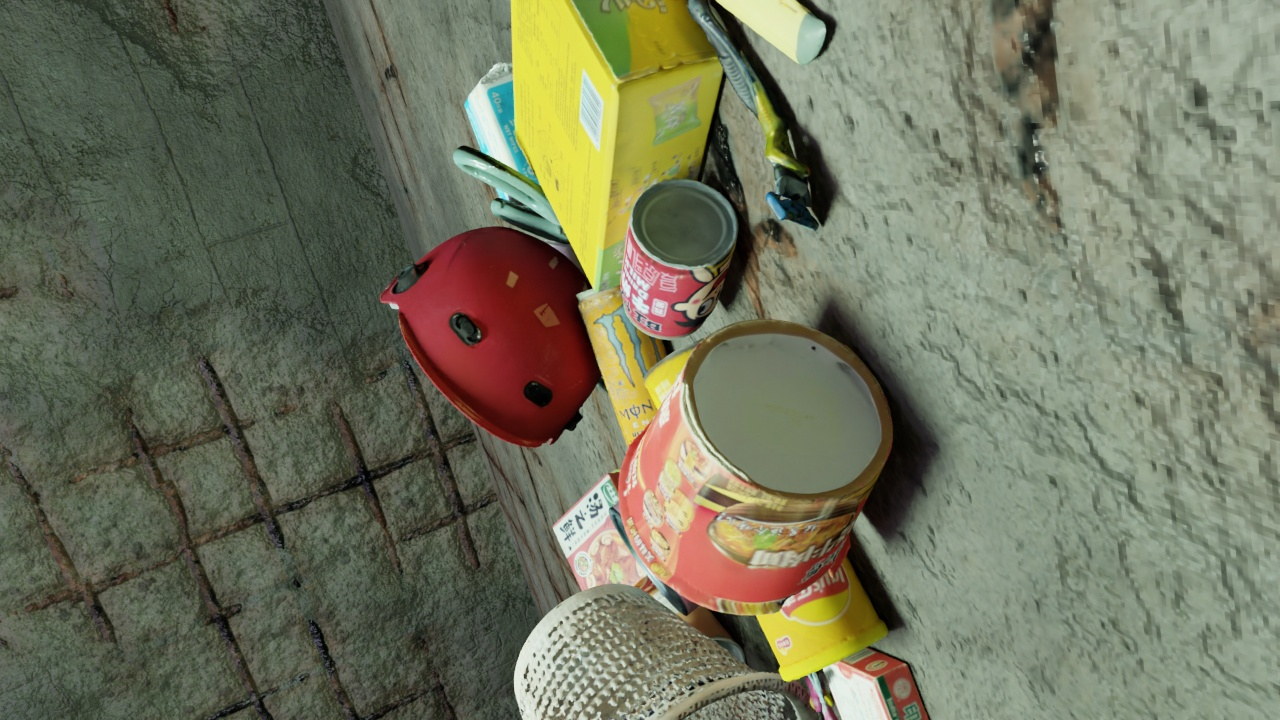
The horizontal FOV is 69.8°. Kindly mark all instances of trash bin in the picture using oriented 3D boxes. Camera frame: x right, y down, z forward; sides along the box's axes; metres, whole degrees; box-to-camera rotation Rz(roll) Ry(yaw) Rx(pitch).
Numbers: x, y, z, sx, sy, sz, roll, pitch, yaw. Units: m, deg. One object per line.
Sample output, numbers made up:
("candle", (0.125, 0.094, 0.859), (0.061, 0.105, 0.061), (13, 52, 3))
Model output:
("trash bin", (0.000, 0.297, 0.756), (0.192, 0.227, 0.228), (36, 144, 50))

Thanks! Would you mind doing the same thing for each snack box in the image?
("snack box", (0.167, 0.262, 0.586), (0.156, 0.027, 0.077), (69, 164, 0))
("snack box", (-0.025, -0.168, 0.600), (0.157, 0.070, 0.210), (63, 163, 22))
("snack box", (-0.020, 0.181, 0.940), (0.127, 0.044, 0.113), (-47, 57, 28))

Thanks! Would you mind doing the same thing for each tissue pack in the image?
("tissue pack", (-0.108, -0.200, 0.841), (0.140, 0.063, 0.090), (69, 162, -9))

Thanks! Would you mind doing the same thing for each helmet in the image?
("helmet", (-0.111, -0.034, 0.819), (0.207, 0.144, 0.240), (42, -175, -15))

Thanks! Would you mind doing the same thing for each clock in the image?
("clock", (0.032, 0.163, 0.808), (0.117, 0.059, 0.159), (56, 167, -1))

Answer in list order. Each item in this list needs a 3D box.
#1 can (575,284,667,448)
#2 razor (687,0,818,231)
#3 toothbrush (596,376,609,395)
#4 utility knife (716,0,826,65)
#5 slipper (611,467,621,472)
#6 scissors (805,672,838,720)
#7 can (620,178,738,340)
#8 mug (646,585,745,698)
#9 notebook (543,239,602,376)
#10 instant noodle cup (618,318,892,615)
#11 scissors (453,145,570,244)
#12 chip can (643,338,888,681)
("can", (-0.005, 0.004, 0.768), (0.146, 0.058, 0.058), (70, 164, -6))
("razor", (0.058, -0.132, 0.466), (0.042, 0.022, 0.142), (5, -122, -58))
("toothbrush", (-0.048, 0.019, 0.978), (0.186, 0.012, 0.017), (45, 164, 51))
("utility knife", (0.030, -0.204, 0.467), (0.213, 0.022, 0.031), (49, 154, 35))
("slipper", (-0.007, 0.213, 1.014), (0.092, 0.081, 0.190), (10, 95, 57))
("scissors", (0.130, 0.243, 0.649), (0.133, 0.017, 0.135), (66, -178, -59))
("can", (0.022, -0.061, 0.584), (0.066, 0.066, 0.094), (62, 163, 22))
("mug", (0.045, 0.274, 0.923), (0.122, 0.078, 0.078), (-131, 25, -61))
("notebook", (-0.050, -0.048, 0.938), (0.209, 0.012, 0.150), (24, 134, 68))
("instant noodle cup", (0.062, 0.050, 0.491), (0.138, 0.137, 0.109), (60, 154, 29))
("scissors", (-0.093, -0.127, 0.771), (0.170, 0.019, 0.179), (28, 173, -27))
("chip can", (0.077, 0.090, 0.589), (0.072, 0.072, 0.213), (109, 138, -66))
